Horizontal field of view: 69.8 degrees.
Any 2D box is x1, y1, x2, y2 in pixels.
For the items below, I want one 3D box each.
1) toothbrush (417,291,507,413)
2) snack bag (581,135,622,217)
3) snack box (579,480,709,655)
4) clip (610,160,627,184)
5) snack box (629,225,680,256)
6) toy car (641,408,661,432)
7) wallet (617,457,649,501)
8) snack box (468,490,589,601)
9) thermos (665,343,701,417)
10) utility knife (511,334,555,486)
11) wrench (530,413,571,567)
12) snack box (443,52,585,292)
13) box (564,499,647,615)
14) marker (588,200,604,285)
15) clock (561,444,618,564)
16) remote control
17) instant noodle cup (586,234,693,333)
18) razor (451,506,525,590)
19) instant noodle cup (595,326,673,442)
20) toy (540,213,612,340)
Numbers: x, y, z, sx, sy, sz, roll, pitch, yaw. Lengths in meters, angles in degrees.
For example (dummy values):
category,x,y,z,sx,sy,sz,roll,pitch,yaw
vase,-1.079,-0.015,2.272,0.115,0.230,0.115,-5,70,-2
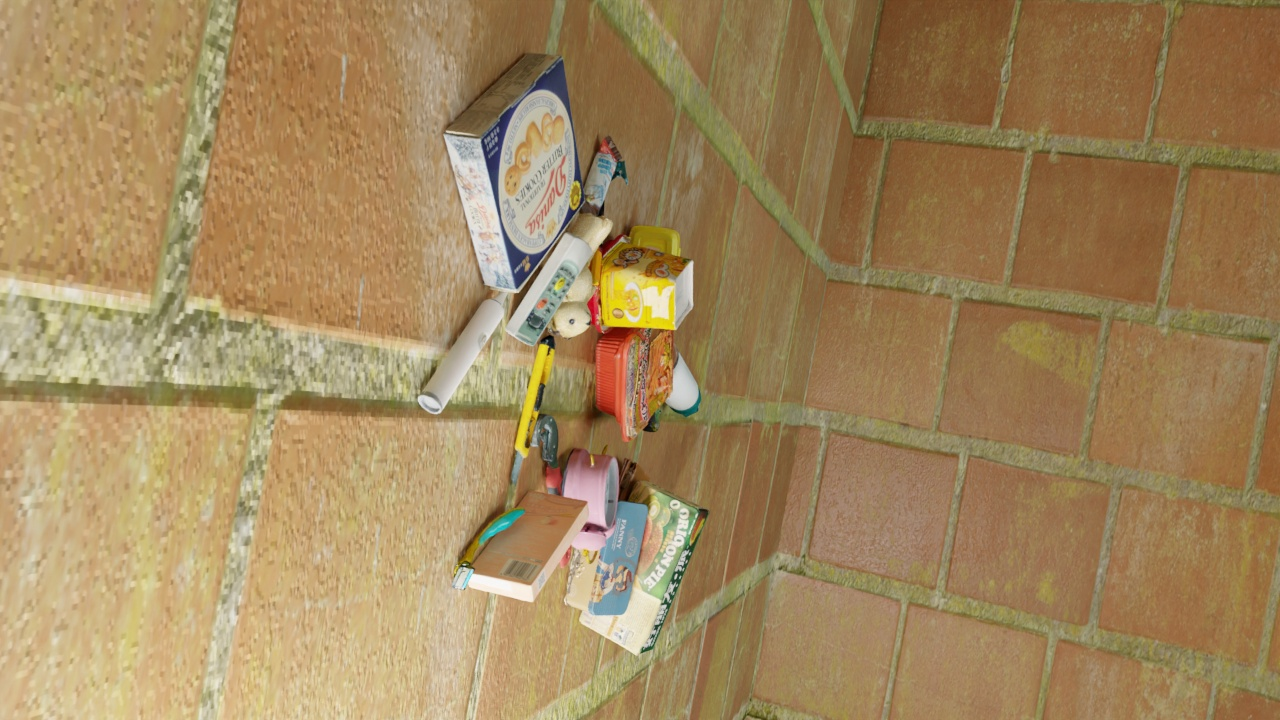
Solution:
category,x,y,z,sx,sy,sz,roll,pitch,yaw
toothbrush,-0.164,-0.035,0.947,0.027,0.026,0.220,95,17,-50
snack bag,-0.052,-0.230,1.165,0.048,0.026,0.104,49,53,-51
snack box,0.006,0.316,1.411,0.240,0.114,0.063,-68,156,-1
clip,-0.028,-0.251,1.227,0.054,0.034,0.013,-82,170,-50
snack box,0.019,-0.151,1.336,0.080,0.082,0.091,-55,153,-77
toy car,0.010,0.076,1.470,0.036,0.043,0.091,-57,151,-49
wallet,-0.028,0.231,1.460,0.108,0.031,0.131,58,50,-62
snack box,-0.130,0.216,1.087,0.156,0.084,0.026,-52,143,-52
thermos,0.054,0.031,1.542,0.224,0.073,0.073,55,48,-64
utility knife,-0.130,0.060,1.110,0.033,0.015,0.190,29,73,-67
wrench,-0.113,0.175,1.215,0.056,0.016,0.274,-59,152,-46
snack box,-0.122,-0.196,0.954,0.177,0.046,0.183,-61,153,-42
box,-0.048,0.281,1.352,0.089,0.063,0.184,15,87,-52
marker,-0.056,-0.155,1.183,0.018,0.015,0.123,56,36,-67
clock,-0.067,0.199,1.254,0.117,0.060,0.158,-23,117,-80
remote control,-0.102,-0.081,1.043,0.135,0.019,0.056,-57,159,-1
instant noodle cup,0.002,-0.097,1.235,0.115,0.124,0.116,-53,148,-52
razor,-0.172,0.205,1.047,0.132,0.028,0.043,-48,167,-51
instant noodle cup,-0.008,0.008,1.331,0.188,0.079,0.165,-44,141,-57
toy,-0.073,-0.102,1.108,0.105,0.066,0.157,14,93,-65
